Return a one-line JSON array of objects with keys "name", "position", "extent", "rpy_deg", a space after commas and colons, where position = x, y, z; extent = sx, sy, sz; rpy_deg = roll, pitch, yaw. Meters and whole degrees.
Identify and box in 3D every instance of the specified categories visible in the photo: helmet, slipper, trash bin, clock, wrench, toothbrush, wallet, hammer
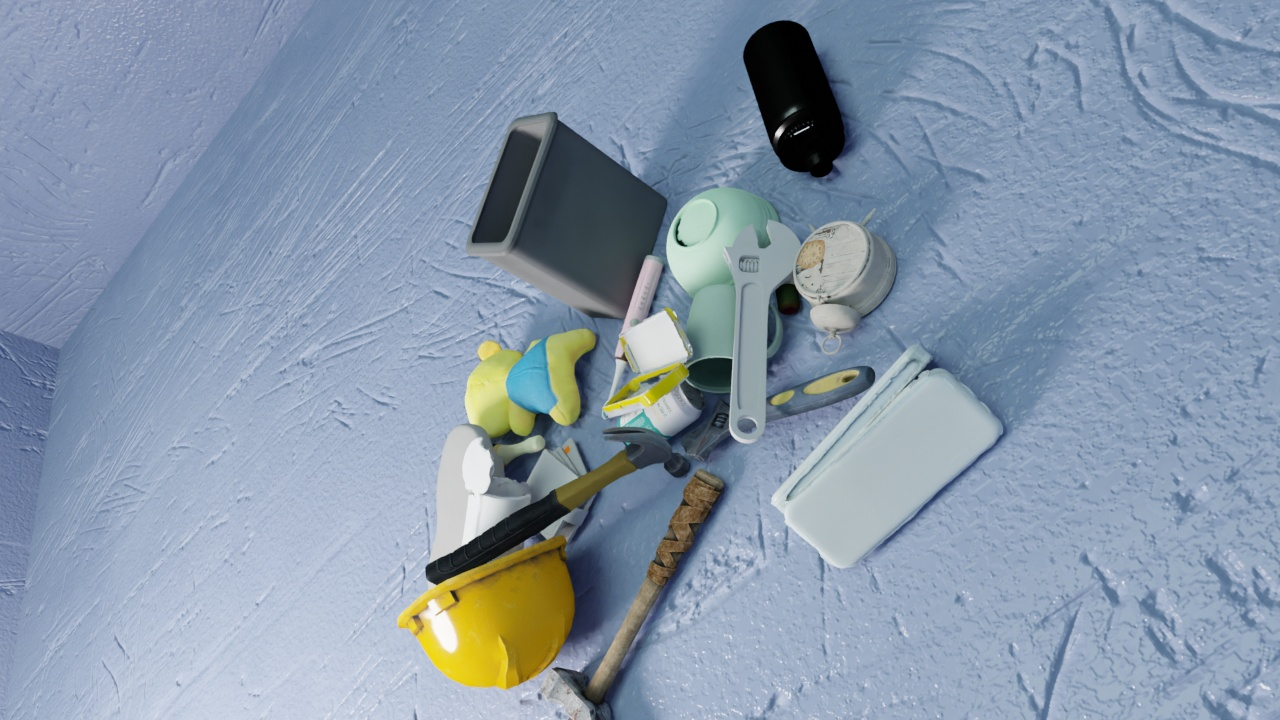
[{"name": "helmet", "position": [-0.161, 0.308, 1.055], "extent": [0.131, 0.204, 0.256], "rpy_deg": [64, 146, 15]}, {"name": "slipper", "position": [-0.222, 0.215, 1.236], "extent": [0.113, 0.080, 0.266], "rpy_deg": [13, 97, 51]}, {"name": "trash bin", "position": [-0.089, -0.179, 1.189], "extent": [0.098, 0.219, 0.191], "rpy_deg": [7, 74, 46]}, {"name": "clock", "position": [0.207, -0.081, 0.967], "extent": [0.104, 0.061, 0.156], "rpy_deg": [-8, 63, 42]}, {"name": "wrench", "position": [0.130, -0.037, 0.987], "extent": [0.087, 0.018, 0.272], "rpy_deg": [3, 62, 3]}, {"name": "toothbrush", "position": [-0.013, -0.030, 1.183], "extent": [0.027, 0.026, 0.222], "rpy_deg": [16, 79, 4]}, {"name": "wrench", "position": [0.133, 0.053, 0.967], "extent": [0.274, 0.022, 0.073], "rpy_deg": [-24, 37, 48]}, {"name": "wallet", "position": [-0.102, 0.160, 1.166], "extent": [0.118, 0.037, 0.115], "rpy_deg": [30, 91, 51]}, {"name": "hammer", "position": [0.004, 0.266, 1.005], "extent": [0.121, 0.049, 0.318], "rpy_deg": [26, 87, 45]}, {"name": "hammer", "position": [-0.111, 0.174, 1.058], "extent": [0.333, 0.118, 0.025], "rpy_deg": [-32, 44, 14]}]

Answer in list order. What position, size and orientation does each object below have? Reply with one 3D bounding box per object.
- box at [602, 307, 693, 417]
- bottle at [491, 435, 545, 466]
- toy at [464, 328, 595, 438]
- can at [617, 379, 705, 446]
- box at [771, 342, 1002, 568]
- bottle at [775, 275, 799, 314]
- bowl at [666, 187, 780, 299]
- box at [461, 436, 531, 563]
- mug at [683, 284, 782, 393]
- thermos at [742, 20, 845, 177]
[{"name": "box", "position": [0.006, 0.010, 1.059], "extent": [0.210, 0.057, 0.117], "rpy_deg": [155, 128, -74]}, {"name": "bottle", "position": [-0.201, 0.134, 1.268], "extent": [0.185, 0.045, 0.045], "rpy_deg": [-21, 56, 36]}, {"name": "toy", "position": [-0.166, 0.033, 1.260], "extent": [0.214, 0.084, 0.148], "rpy_deg": [-12, 60, 38]}, {"name": "can", "position": [0.024, 0.065, 1.076], "extent": [0.102, 0.055, 0.054], "rpy_deg": [-37, 48, 25]}, {"name": "box", "position": [0.234, 0.099, 0.860], "extent": [0.127, 0.106, 0.215], "rpy_deg": [44, 105, 17]}, {"name": "bottle", "position": [0.163, -0.101, 1.047], "extent": [0.025, 0.025, 0.106], "rpy_deg": [-25, 54, 34]}, {"name": "bowl", "position": [0.087, -0.148, 1.109], "extent": [0.151, 0.077, 0.150], "rpy_deg": [-22, 55, 35]}, {"name": "box", "position": [-0.179, 0.175, 1.135], "extent": [0.083, 0.092, 0.166], "rpy_deg": [29, 111, 59]}, {"name": "mug", "position": [0.105, -0.030, 1.033], "extent": [0.111, 0.084, 0.103], "rpy_deg": [-10, 58, 23]}, {"name": "thermos", "position": [0.184, -0.305, 1.086], "extent": [0.086, 0.086, 0.198], "rpy_deg": [-32, 50, 29]}]
